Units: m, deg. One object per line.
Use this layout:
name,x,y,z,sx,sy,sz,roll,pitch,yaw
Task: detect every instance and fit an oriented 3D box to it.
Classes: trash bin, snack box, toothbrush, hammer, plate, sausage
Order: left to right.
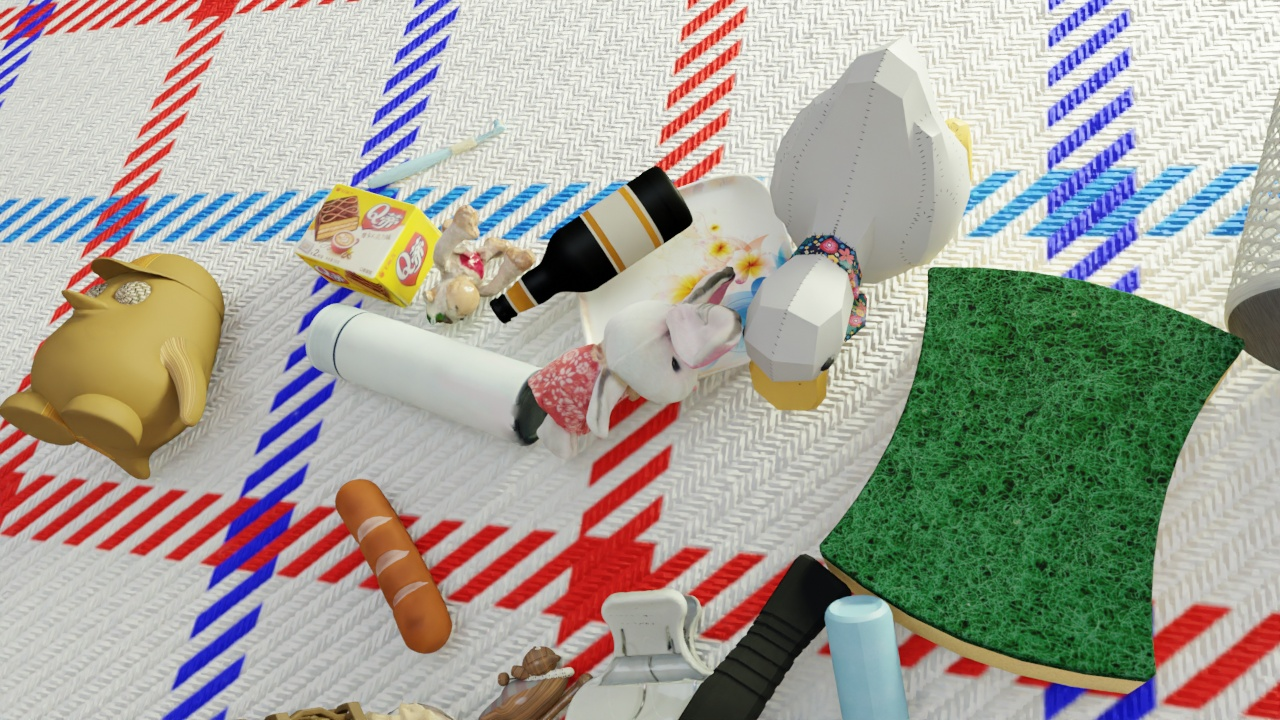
snack box,-0.254,-0.109,0.869,0.106,0.061,0.083,18,72,25
sausage,-0.195,0.161,0.728,0.039,0.044,0.164,-44,59,7
toothbrush,-0.207,-0.208,0.928,0.155,0.016,0.022,-22,28,7
hammer,0.015,0.253,0.548,0.131,0.039,0.327,39,70,13
plate,0.038,-0.064,0.775,0.187,0.016,0.186,-18,61,10
trash bin,0.464,-0.089,0.566,0.156,0.156,0.183,19,75,25

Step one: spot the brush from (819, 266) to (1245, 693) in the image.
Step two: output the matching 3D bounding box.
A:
brush,0.252,0.070,0.604,0.195,0.075,0.249,18,72,25

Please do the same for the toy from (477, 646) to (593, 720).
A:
toy,-0.085,0.246,0.653,0.101,0.042,0.055,-40,81,-12

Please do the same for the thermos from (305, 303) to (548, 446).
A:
thermos,-0.182,0.009,0.786,0.230,0.068,0.067,16,71,25

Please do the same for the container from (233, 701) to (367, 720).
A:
container,-0.303,0.344,0.513,0.252,0.213,0.219,-31,63,33

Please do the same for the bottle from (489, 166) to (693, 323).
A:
bottle,-0.046,-0.090,0.770,0.181,0.059,0.059,-34,59,1

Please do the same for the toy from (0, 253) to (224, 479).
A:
toy,-0.468,-0.016,0.850,0.199,0.163,0.202,2,55,16

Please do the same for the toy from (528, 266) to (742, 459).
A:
toy,-0.004,0.004,0.687,0.194,0.084,0.159,-37,14,13

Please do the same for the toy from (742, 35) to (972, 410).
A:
toy,0.152,-0.107,0.656,0.141,0.247,0.266,22,47,19

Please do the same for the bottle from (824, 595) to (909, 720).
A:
bottle,0.143,0.212,0.564,0.040,0.040,0.130,-9,96,14

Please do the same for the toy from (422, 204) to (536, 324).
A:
toy,-0.160,-0.078,0.815,0.074,0.085,0.106,31,87,50

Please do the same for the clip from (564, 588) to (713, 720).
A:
clip,0.011,0.229,0.621,0.125,0.074,0.143,-6,73,13

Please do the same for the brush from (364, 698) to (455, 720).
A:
brush,-0.078,0.319,0.575,0.271,0.057,0.083,37,79,15
